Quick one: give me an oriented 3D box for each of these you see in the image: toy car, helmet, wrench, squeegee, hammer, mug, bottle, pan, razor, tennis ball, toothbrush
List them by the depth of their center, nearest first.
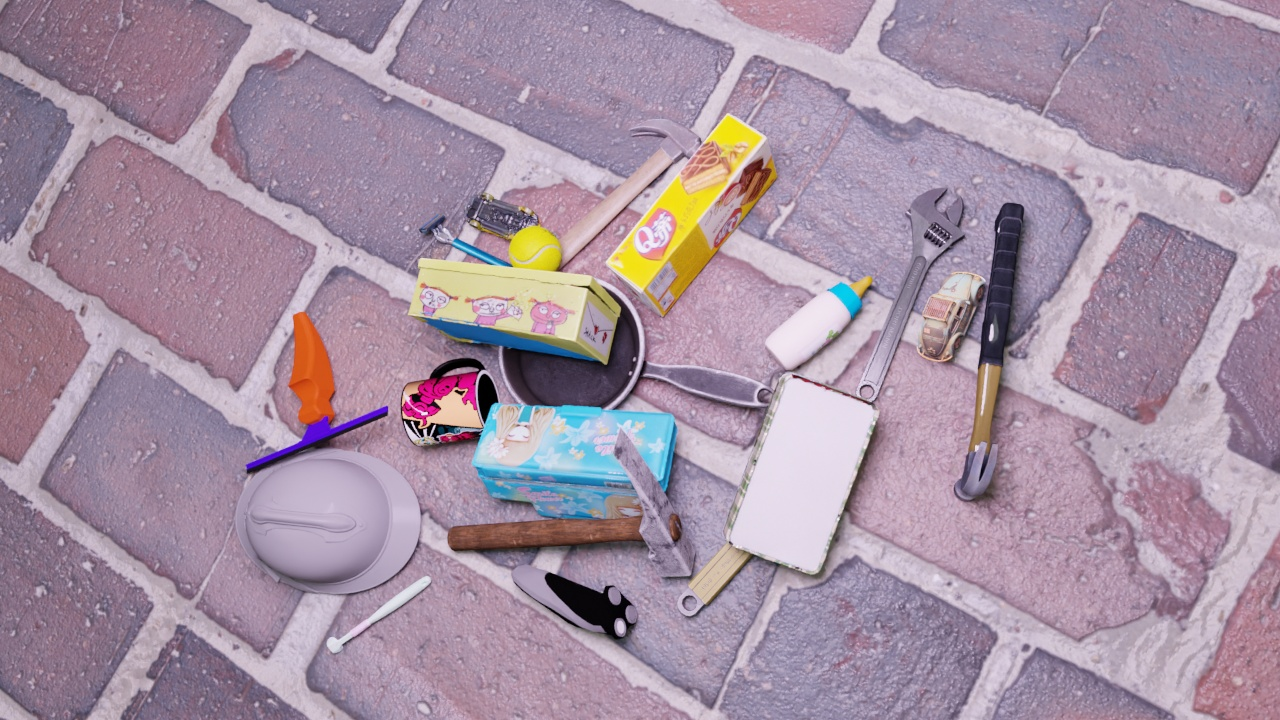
[{"bbox_3d":[0.386,-0.017,1.006,0.025,0.118,0.332,10,76,12],"label":"hammer"},{"bbox_3d":[0.347,-0.055,1.040,0.047,0.047,0.112,20,83,41],"label":"toy car"},{"bbox_3d":[-0.108,0.174,1.049,0.301,0.218,0.037,-7,41,23],"label":"hammer"},{"bbox_3d":[0.136,0.187,1.059,0.083,0.018,0.273,43,90,17],"label":"wrench"},{"bbox_3d":[0.214,-0.050,1.073,0.146,0.051,0.051,-40,73,2],"label":"bottle"},{"bbox_3d":[0.311,-0.077,1.075,0.073,0.018,0.273,22,86,16],"label":"wrench"},{"bbox_3d":[-0.083,0.278,1.075,0.156,0.057,0.060,11,109,23],"label":"razor"},{"bbox_3d":[-0.006,0.006,1.109,0.357,0.055,0.187,14,82,15],"label":"pan"},{"bbox_3d":[-0.417,0.194,1.132,0.271,0.117,0.183,3,79,15],"label":"helmet"},{"bbox_3d":[-0.323,0.314,1.140,0.155,0.015,0.022,-35,104,3],"label":"toothbrush"},{"bbox_3d":[-0.131,-0.134,1.141,0.065,0.065,0.065,-3,78,12],"label":"tennis ball"},{"bbox_3d":[-0.234,0.046,1.148,0.098,0.082,0.117,-9,49,11],"label":"mug"},{"bbox_3d":[-0.054,-0.180,1.179,0.331,0.030,0.119,-43,72,5],"label":"hammer"},{"bbox_3d":[-0.182,-0.185,1.202,0.107,0.030,0.049,23,86,14],"label":"toy car"},{"bbox_3d":[-0.431,0.024,1.203,0.250,0.055,0.184,-21,74,23],"label":"squeegee"},{"bbox_3d":[-0.223,-0.148,1.210,0.144,0.022,0.042,30,50,13],"label":"razor"}]

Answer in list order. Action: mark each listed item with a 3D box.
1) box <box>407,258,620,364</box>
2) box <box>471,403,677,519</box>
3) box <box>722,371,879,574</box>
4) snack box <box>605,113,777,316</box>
[{"bbox_3d":[-0.148,-0.060,1.083,0.221,0.124,0.080,10,79,21],"label":"box"},{"bbox_3d":[-0.069,0.127,1.092,0.227,0.121,0.097,3,51,14],"label":"box"},{"bbox_3d":[0.176,0.123,1.018,0.117,0.049,0.205,19,91,1],"label":"box"},{"bbox_3d":[0.065,-0.170,1.101,0.062,0.110,0.230,39,89,20],"label":"snack box"}]
